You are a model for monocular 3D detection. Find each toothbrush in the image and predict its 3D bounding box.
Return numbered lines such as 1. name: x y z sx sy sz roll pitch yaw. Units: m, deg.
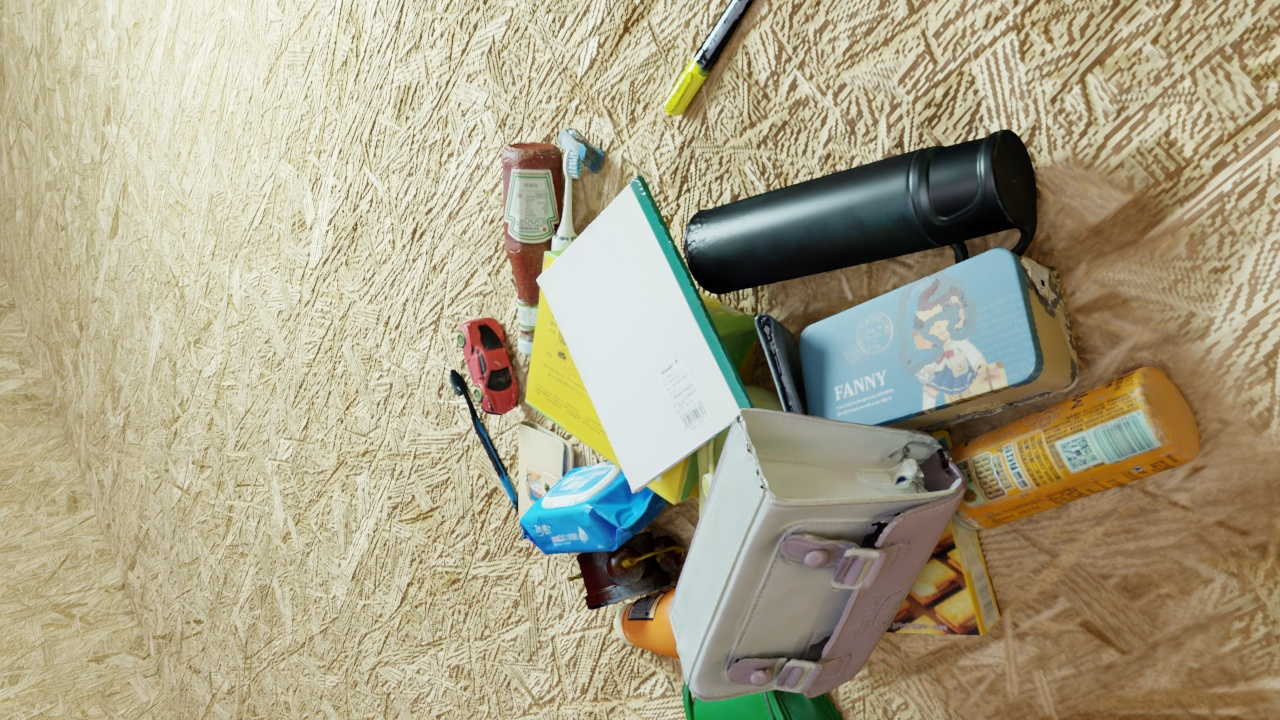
1. toothbrush: -0.177 0.093 1.047 0.016 0.014 0.189 -42 71 44
2. toothbrush: -0.071 -0.089 0.866 0.026 0.026 0.221 22 121 27

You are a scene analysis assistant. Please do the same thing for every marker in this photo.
1. marker: 0.054 -0.243 0.720 0.018 0.015 0.124 53 131 18

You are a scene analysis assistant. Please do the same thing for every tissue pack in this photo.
1. tissue pack: -0.041 0.133 0.854 0.157 0.094 0.052 -16 109 47

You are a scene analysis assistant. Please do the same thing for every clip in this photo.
1. clip: -0.058 -0.196 0.846 0.058 0.044 0.027 48 131 34

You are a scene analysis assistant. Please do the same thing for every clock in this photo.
1. clock: -0.010 0.192 0.852 0.122 0.081 0.055 -33 70 48

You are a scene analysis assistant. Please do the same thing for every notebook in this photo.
1. notebook: -0.004 -0.018 0.730 0.151 0.012 0.209 -40 66 40

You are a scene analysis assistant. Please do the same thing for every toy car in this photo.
1. toy car: -0.159 0.006 0.980 0.031 0.049 0.106 -20 84 48

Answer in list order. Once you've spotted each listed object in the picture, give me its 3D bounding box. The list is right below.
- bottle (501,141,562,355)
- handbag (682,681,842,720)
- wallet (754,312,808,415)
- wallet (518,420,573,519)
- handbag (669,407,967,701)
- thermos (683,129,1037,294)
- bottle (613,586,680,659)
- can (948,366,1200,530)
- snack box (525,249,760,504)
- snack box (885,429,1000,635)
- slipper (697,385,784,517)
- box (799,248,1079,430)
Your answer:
1. bottle: -0.104 -0.105 0.889 0.060 0.059 0.206 22 120 41
2. handbag: 0.102 0.308 0.783 0.132 0.067 0.120 -38 66 45
3. wallet: 0.112 0.028 0.670 0.019 0.097 0.120 -19 81 15
4. wallet: -0.100 0.129 0.970 0.087 0.024 0.115 18 112 41
5. handbag: 0.111 0.135 0.604 0.098 0.144 0.197 -109 26 -48
6. thermos: 0.144 -0.086 0.634 0.243 0.068 0.090 -6 115 46
7. bottle: 0.020 0.244 0.853 0.150 0.066 0.066 -24 83 54
8. can: 0.254 0.058 0.560 0.146 0.058 0.058 -35 75 45
9. snack box: -0.005 0.005 0.804 0.210 0.069 0.158 30 120 38
10. snack box: 0.194 0.125 0.658 0.087 0.033 0.140 -16 87 47
11. slipper: 0.086 0.116 0.703 0.092 0.081 0.190 -8 104 7
12. box: 0.184 -0.001 0.602 0.185 0.059 0.089 -26 62 44
